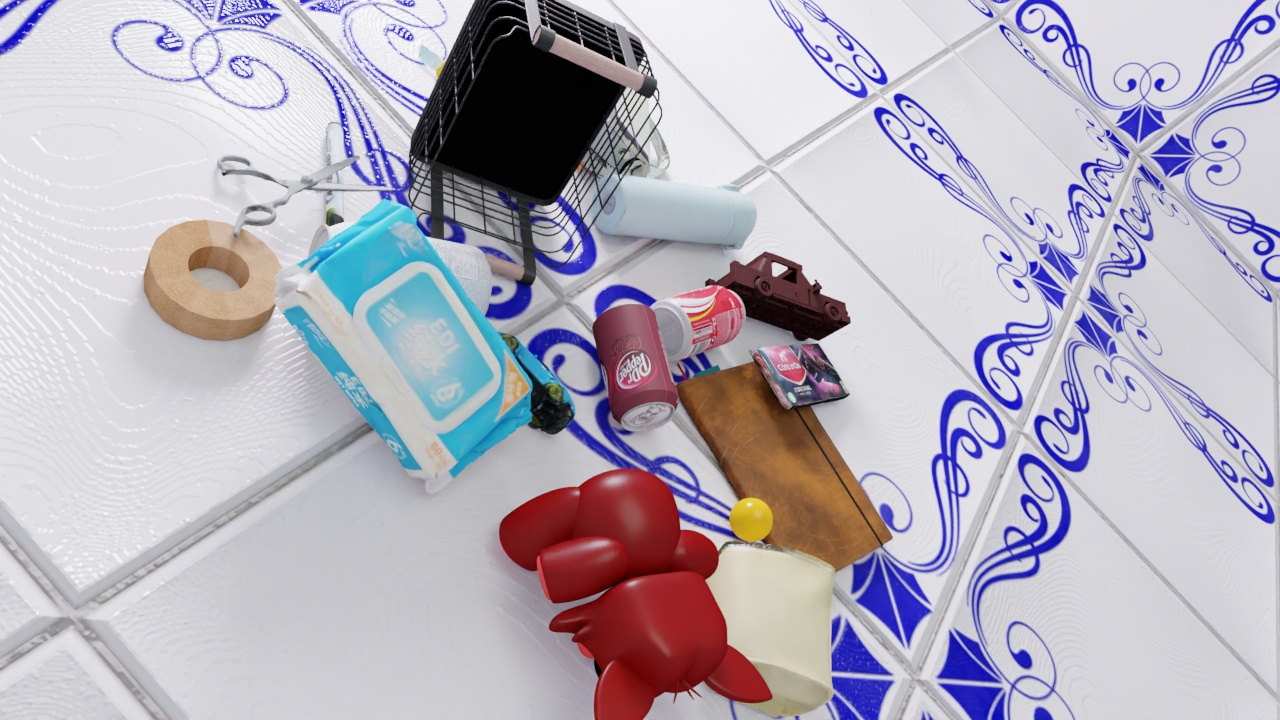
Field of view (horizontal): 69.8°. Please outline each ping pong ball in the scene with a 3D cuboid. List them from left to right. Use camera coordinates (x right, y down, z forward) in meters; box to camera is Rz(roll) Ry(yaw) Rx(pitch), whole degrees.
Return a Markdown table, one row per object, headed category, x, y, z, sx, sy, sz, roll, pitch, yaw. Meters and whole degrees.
| category | x | y | z | sx | sy | sz | roll | pitch | yaw |
| --- | --- | --- | --- | --- | --- | --- | --- | --- | --- |
| ping pong ball | 0.103 | 0.148 | 0.850 | 0.040 | 0.040 | 0.040 | 21 | 46 | -24 |

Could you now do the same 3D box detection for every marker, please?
| category | x | y | z | sx | sy | sz | roll | pitch | yaw |
| --- | --- | --- | --- | --- | --- | --- | --- | --- | --- |
| marker | -0.273 | -0.159 | 0.820 | 0.017 | 0.017 | 0.146 | 11 | 51 | -32 |

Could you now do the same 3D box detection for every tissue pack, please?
| category | x | y | z | sx | sy | sz | roll | pitch | yaw |
| --- | --- | --- | --- | --- | --- | --- | --- | --- | --- |
| tissue pack | -0.169 | -0.006 | 0.689 | 0.116 | 0.066 | 0.209 | -44 | 114 | -30 |

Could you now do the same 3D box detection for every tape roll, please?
| category | x | y | z | sx | sy | sz | roll | pitch | yaw |
| --- | --- | --- | --- | --- | --- | --- | --- | --- | --- |
| tape roll | -0.321 | -0.061 | 0.693 | 0.094 | 0.027 | 0.093 | 21 | 46 | -24 |

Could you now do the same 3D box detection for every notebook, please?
| category | x | y | z | sx | sy | sz | roll | pitch | yaw |
| --- | --- | --- | --- | --- | --- | --- | --- | --- | --- |
| notebook | 0.150 | 0.099 | 0.947 | 0.178 | 0.014 | 0.249 | -14 | 67 | -43 |

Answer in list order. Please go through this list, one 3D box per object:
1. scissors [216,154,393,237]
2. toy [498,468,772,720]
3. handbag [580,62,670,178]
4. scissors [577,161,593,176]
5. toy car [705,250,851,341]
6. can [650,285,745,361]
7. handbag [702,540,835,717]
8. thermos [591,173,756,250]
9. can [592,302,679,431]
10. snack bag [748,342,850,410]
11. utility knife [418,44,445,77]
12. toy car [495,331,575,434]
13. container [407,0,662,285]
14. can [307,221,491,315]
| category | x | y | z | sx | sy | sz | roll | pitch | yaw |
| --- | --- | --- | --- | --- | --- | --- | --- | --- | --- |
| scissors | -0.287 | -0.141 | 0.763 | 0.141 | 0.014 | 0.171 | 13 | 36 | -6 |
| toy | -0.005 | 0.177 | 0.684 | 0.158 | 0.121 | 0.197 | 5 | 44 | -38 |
| handbag | -0.020 | -0.273 | 1.069 | 0.176 | 0.074 | 0.151 | 38 | 44 | -53 |
| scissors | -0.073 | -0.262 | 1.065 | 0.073 | 0.013 | 0.131 | 22 | 47 | -26 |
| toy car | 0.157 | -0.075 | 1.052 | 0.169 | 0.070 | 0.061 | 16 | 60 | -28 |
| can | 0.058 | -0.040 | 0.950 | 0.104 | 0.064 | 0.064 | -19 | 70 | -45 |
| handbag | 0.103 | 0.220 | 0.768 | 0.111 | 0.081 | 0.119 | 22 | 47 | -13 |
| thermos | 0.045 | -0.169 | 1.043 | 0.206 | 0.065 | 0.078 | -1 | 92 | -39 |
| can | -0.005 | 0.005 | 0.863 | 0.063 | 0.063 | 0.114 | 8 | 52 | -34 |
| snack bag | 0.178 | 0.016 | 1.013 | 0.154 | 0.018 | 0.074 | -6 | 61 | -53 |
| utility knife | -0.170 | -0.286 | 1.001 | 0.175 | 0.017 | 0.030 | 38 | 71 | -9 |
| toy car | -0.097 | 0.016 | 0.793 | 0.105 | 0.048 | 0.032 | 44 | 42 | 1 |
| container | -0.101 | -0.207 | 0.837 | 0.162 | 0.242 | 0.130 | 16 | 41 | -28 |
| can | -0.198 | -0.066 | 0.757 | 0.136 | 0.078 | 0.078 | 8 | 53 | -34 |
